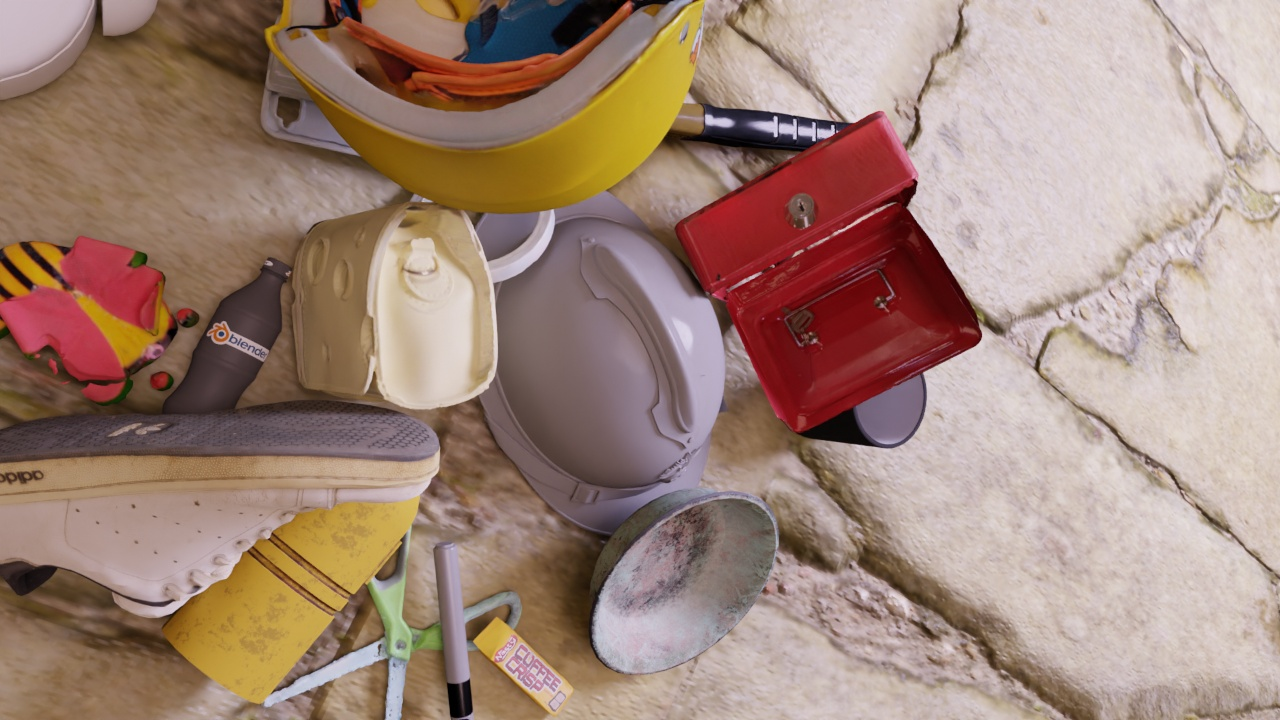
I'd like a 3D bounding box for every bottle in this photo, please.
[{"bbox_3d":[-0.187,0.108,0.534,0.071,0.071,0.163,47,69,-23],"label":"bottle"},{"bbox_3d":[-0.232,-0.008,0.524,0.036,0.036,0.109,30,76,-27],"label":"bottle"}]

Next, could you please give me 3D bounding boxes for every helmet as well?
[{"bbox_3d":[-0.066,-0.176,0.478,0.209,0.140,0.239,-2,63,5],"label":"helmet"},{"bbox_3d":[-0.004,0.004,0.610,0.183,0.118,0.271,-31,108,-26],"label":"helmet"}]

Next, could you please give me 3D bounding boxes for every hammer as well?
[{"bbox_3d":[0.056,-0.169,0.657,0.332,0.118,0.025,-4,96,-36],"label":"hammer"}]

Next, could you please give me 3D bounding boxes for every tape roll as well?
[{"bbox_3d":[-0.101,-0.088,0.577,0.093,0.013,0.092,-2,60,3],"label":"tape roll"}]

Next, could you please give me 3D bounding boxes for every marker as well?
[{"bbox_3d":[-0.119,0.187,0.591,0.016,0.016,0.140,-7,94,-30],"label":"marker"}]

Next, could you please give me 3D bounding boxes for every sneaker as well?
[{"bbox_3d":[-0.222,0.080,0.465,0.241,0.088,0.102,-2,103,2],"label":"sneaker"}]

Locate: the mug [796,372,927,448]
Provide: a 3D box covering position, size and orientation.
[{"bbox_3d":[0.162,0.010,0.724,0.078,0.088,0.113,-20,101,-29],"label":"mug"}]

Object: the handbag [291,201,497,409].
[{"bbox_3d":[-0.146,-0.030,0.525,0.081,0.119,0.111,-8,96,-38],"label":"handbag"}]

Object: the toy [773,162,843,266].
[{"bbox_3d":[0.141,-0.113,0.743,0.090,0.071,0.103,-6,117,-43],"label":"toy"}]

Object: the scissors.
[{"bbox_3d":[-0.151,0.181,0.588,0.173,0.022,0.171,3,91,-36],"label":"scissors"}]

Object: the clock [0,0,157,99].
[{"bbox_3d":[-0.331,-0.195,0.440,0.160,0.073,0.125,-36,108,-25],"label":"clock"}]

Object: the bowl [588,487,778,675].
[{"bbox_3d":[0.024,0.149,0.650,0.157,0.038,0.158,-18,127,-26],"label":"bowl"}]

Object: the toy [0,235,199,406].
[{"bbox_3d":[-0.293,-0.025,0.486,0.103,0.046,0.084,23,99,-26],"label":"toy"}]

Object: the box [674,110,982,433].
[{"bbox_3d":[0.120,-0.073,0.630,0.157,0.153,0.168,-30,142,11],"label":"box"}]

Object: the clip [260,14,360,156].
[{"bbox_3d":[-0.154,-0.192,0.554,0.124,0.073,0.143,9,95,-29],"label":"clip"}]

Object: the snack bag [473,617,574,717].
[{"bbox_3d":[-0.076,0.210,0.622,0.026,0.020,0.099,-48,125,-21],"label":"snack bag"}]
